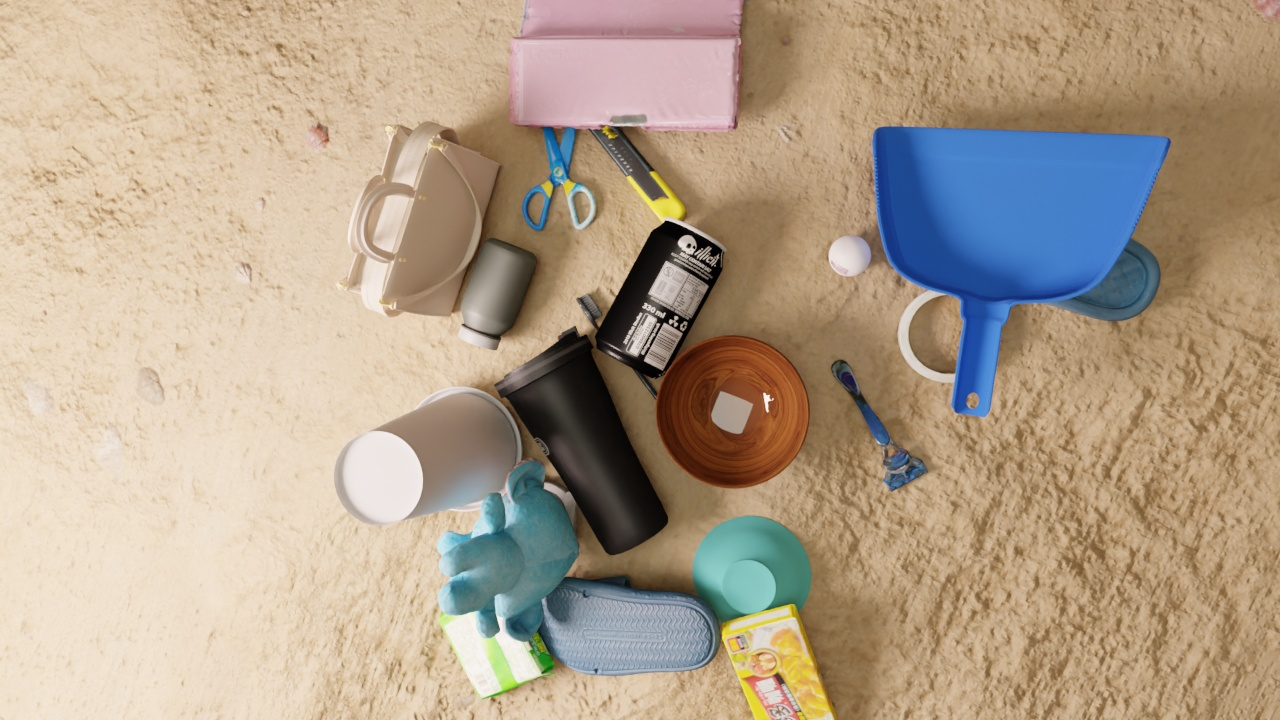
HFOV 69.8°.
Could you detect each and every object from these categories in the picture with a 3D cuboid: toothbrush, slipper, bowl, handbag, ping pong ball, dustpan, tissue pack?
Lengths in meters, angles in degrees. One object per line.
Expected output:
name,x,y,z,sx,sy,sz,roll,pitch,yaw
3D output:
toothbrush,-0.006,0.006,0.953,0.017,0.014,0.188,-38,86,2
slipper,-0.017,0.272,0.944,0.214,0.059,0.104,-1,96,24
bowl,0.093,0.048,0.908,0.147,0.068,0.147,1,93,11
slipper,0.377,-0.101,0.856,0.214,0.059,0.104,27,100,7
handbag,-0.227,-0.137,0.894,0.101,0.197,0.195,20,96,9
ping pong ball,0.204,-0.102,0.895,0.040,0.040,0.040,0,92,10
bowl,0.110,0.221,0.923,0.121,0.046,0.121,0,92,10
dustpan,0.316,-0.078,0.824,0.246,0.059,0.258,9,100,24
tissue pack,-0.152,0.297,0.972,0.100,0.034,0.114,-29,86,26

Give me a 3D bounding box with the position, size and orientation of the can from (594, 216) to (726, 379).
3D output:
can,0.020,-0.061,0.906,0.080,0.080,0.146,28,91,8

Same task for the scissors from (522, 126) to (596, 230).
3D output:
scissors,-0.075,-0.196,0.957,0.097,0.020,0.133,16,96,7

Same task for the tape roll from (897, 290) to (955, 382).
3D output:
tape roll,0.300,-0.026,0.892,0.094,0.019,0.094,0,92,10

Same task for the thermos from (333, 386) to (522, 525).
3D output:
thermos,-0.203,0.097,0.886,0.131,0.221,0.131,0,92,10

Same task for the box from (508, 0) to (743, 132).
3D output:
box,-0.014,-0.316,0.916,0.233,0.050,0.180,2,85,10

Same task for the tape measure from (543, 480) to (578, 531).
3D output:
tape measure,-0.097,0.160,0.974,0.065,0.016,0.064,7,93,10

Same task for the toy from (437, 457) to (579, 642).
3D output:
toy,-0.141,0.190,0.882,0.115,0.180,0.183,8,98,31

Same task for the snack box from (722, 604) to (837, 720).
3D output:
snack box,0.140,0.317,0.909,0.075,0.025,0.152,-18,108,10

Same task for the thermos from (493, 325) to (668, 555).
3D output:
thermos,-0.054,0.083,0.925,0.106,0.105,0.218,-28,92,10

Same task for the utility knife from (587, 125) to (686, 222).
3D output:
utility knife,-0.018,-0.214,0.944,0.029,0.020,0.186,-40,83,7

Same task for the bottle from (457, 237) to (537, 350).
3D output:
bottle,-0.151,-0.068,0.953,0.060,0.060,0.108,22,96,9

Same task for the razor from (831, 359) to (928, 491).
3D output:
razor,0.229,0.061,0.909,0.044,0.018,0.141,-32,86,11
